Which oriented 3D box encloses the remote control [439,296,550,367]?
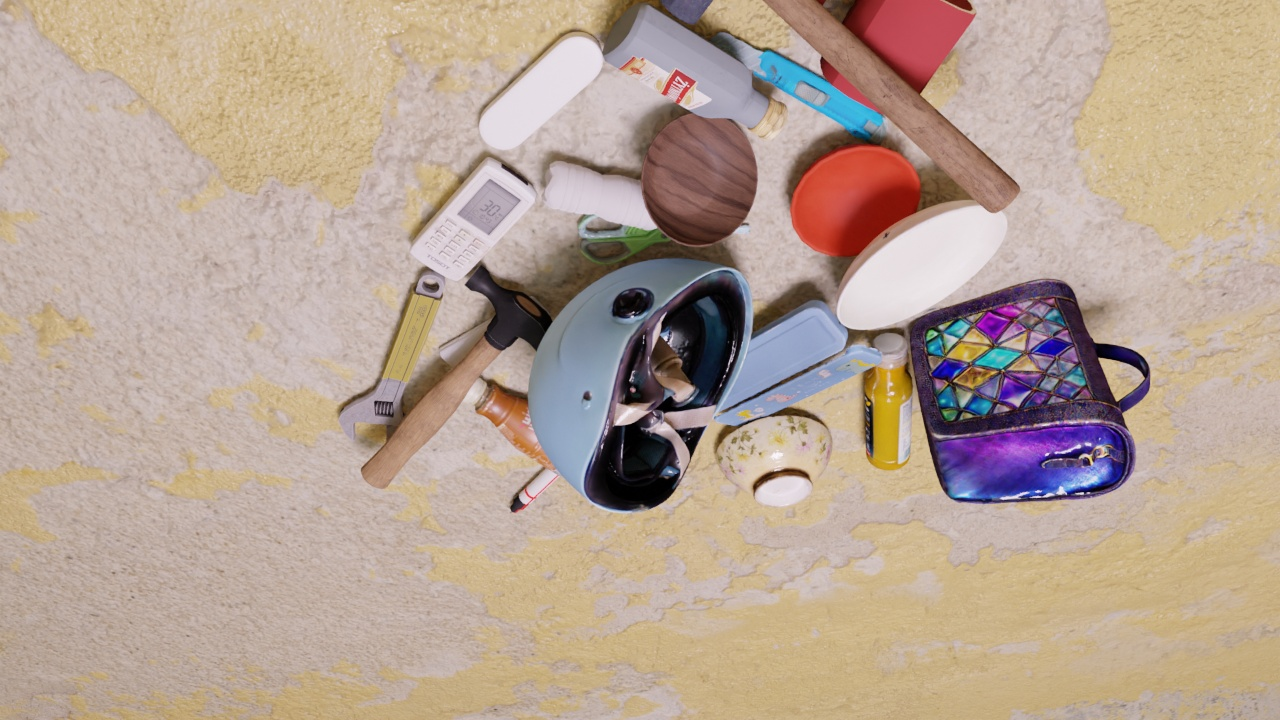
[{"bbox_3d":[-0.159,-0.028,0.991,0.131,0.012,0.033,-27,128,20],"label":"remote control"}]

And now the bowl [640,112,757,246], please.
[{"bbox_3d":[0.048,-0.166,0.841,0.119,0.032,0.119,-6,105,-24],"label":"bowl"}]

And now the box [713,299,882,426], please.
[{"bbox_3d":[0.150,0.017,1.009,0.126,0.039,0.210,35,134,-29],"label":"box"}]

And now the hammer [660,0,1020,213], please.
[{"bbox_3d":[0.169,-0.231,0.712,0.322,0.040,0.130,42,124,-1],"label":"hammer"}]

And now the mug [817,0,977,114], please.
[{"bbox_3d":[0.193,-0.270,0.744,0.116,0.080,0.097,22,128,-13],"label":"mug"}]

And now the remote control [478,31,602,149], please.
[{"bbox_3d":[-0.088,-0.235,0.805,0.137,0.013,0.043,-34,125,25],"label":"remote control"}]

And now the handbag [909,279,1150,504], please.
[{"bbox_3d":[0.406,0.032,0.955,0.222,0.204,0.125,-12,133,17],"label":"handbag"}]

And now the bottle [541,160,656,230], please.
[{"bbox_3d":[-0.023,-0.152,0.863,0.136,0.044,0.044,11,131,-13],"label":"bottle"}]

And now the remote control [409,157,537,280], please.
[{"bbox_3d":[-0.162,-0.134,0.884,0.060,0.025,0.139,33,123,-28],"label":"remote control"}]

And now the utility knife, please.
[{"bbox_3d":[0.143,-0.241,0.812,0.198,0.015,0.031,22,125,-20],"label":"utility knife"}]

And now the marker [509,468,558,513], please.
[{"bbox_3d":[-0.126,0.155,1.157,0.019,0.019,0.146,28,125,-26],"label":"marker"}]

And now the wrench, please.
[{"bbox_3d":[-0.268,0.003,1.010,0.083,0.018,0.274,17,129,-17],"label":"wrench"}]

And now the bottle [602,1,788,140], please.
[{"bbox_3d":[0.052,-0.237,0.773,0.161,0.072,0.046,24,84,-23],"label":"bottle"}]

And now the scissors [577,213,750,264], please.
[{"bbox_3d":[0.025,-0.126,0.913,0.174,0.033,0.065,-1,129,2],"label":"scissors"}]

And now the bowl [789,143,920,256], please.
[{"bbox_3d":[0.201,-0.158,0.875,0.122,0.035,0.122,-1,133,-2],"label":"bowl"}]

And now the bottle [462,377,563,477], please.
[{"bbox_3d":[-0.134,0.072,1.056,0.167,0.059,0.059,35,122,-20],"label":"bottle"}]

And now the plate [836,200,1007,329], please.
[{"bbox_3d":[0.269,-0.099,0.903,0.182,0.034,0.183,-19,152,-11],"label":"plate"}]

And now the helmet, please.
[{"bbox_3d":[-0.005,0.005,0.905,0.265,0.167,0.225,-50,149,-13],"label":"helmet"}]

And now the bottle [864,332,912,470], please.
[{"bbox_3d":[0.286,0.049,1.058,0.053,0.053,0.186,-9,132,5],"label":"bottle"}]

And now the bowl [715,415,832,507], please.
[{"bbox_3d":[0.168,0.133,1.112,0.145,0.063,0.145,-5,140,-4],"label":"bowl"}]

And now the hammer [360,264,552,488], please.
[{"bbox_3d":[-0.209,0.043,1.000,0.132,0.040,0.306,40,116,-10],"label":"hammer"}]
